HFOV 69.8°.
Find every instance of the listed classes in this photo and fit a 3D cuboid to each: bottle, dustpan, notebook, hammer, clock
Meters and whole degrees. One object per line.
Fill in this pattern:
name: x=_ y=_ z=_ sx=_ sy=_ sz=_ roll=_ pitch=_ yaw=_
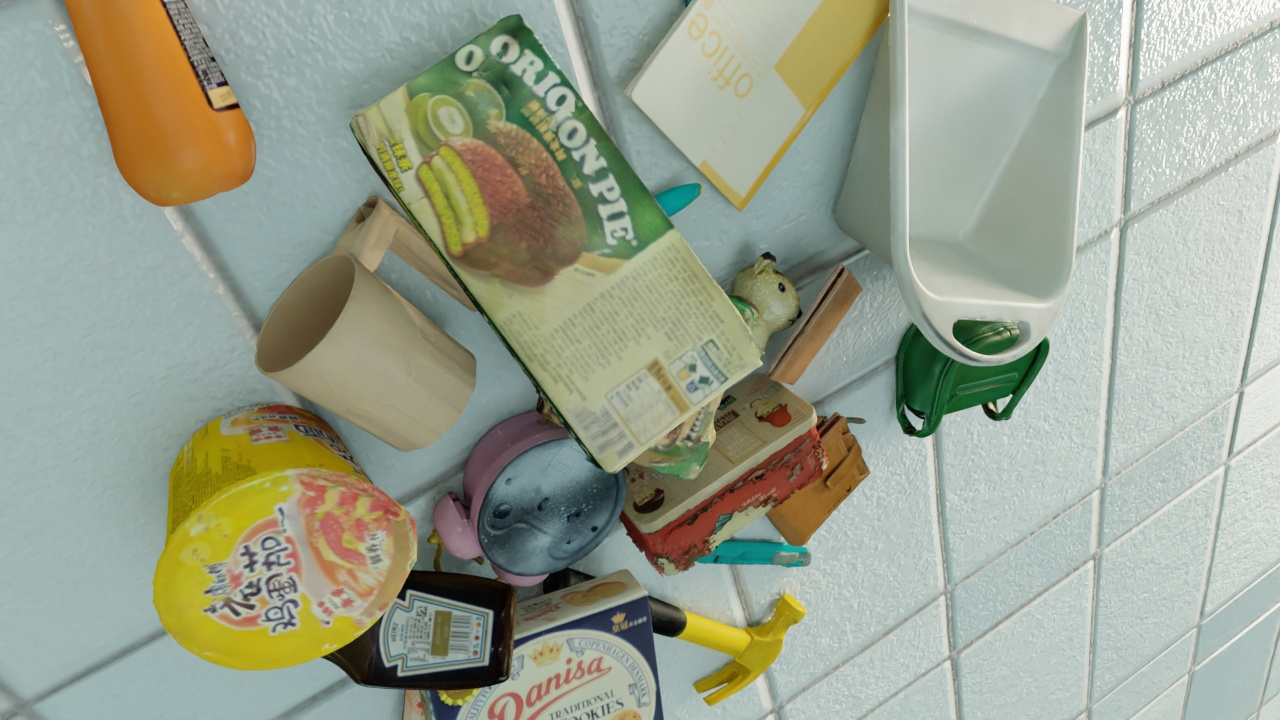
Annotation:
bottle: x=-0.185 y=0.183 z=0.631 sx=0.194 sy=0.044 sz=0.079 roll=6 pitch=75 yaw=-10
dustpan: x=0.269 y=-0.139 z=0.696 sx=0.222 sy=0.142 sz=0.258 roll=1 pitch=120 yaw=-32
notebook: x=0.092 y=-0.220 z=0.620 sx=0.206 sy=0.010 sz=0.146 roll=-53 pitch=136 yaw=2
bottle: x=-0.240 y=-0.152 z=0.442 sx=0.066 sy=0.067 sz=0.150 roll=-22 pitch=118 yaw=-19
hammer: x=0.030 y=0.240 z=0.838 sx=0.300 sy=0.033 sz=0.129 roll=31 pitch=96 yaw=-39
clock: x=-0.087 y=0.109 z=0.678 sx=0.158 sy=0.060 sz=0.117 roll=-51 pitch=130 yaw=1

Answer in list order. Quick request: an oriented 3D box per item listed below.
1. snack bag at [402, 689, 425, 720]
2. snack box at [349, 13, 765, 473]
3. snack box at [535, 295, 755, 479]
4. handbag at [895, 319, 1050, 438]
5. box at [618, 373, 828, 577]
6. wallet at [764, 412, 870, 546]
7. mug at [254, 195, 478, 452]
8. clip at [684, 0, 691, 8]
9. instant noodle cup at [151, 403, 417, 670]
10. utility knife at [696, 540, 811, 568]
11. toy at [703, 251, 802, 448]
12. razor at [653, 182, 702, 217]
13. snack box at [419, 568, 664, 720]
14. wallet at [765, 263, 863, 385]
snack bag: x=-0.137 y=0.298 z=0.758 sx=0.128 sy=0.073 sz=0.208 roll=0 pitch=108 yaw=-30
snack box: x=-0.046 y=-0.062 z=0.524 sx=0.114 sy=0.063 sz=0.240 roll=-37 pitch=92 yaw=-9
snack box: x=-0.004 y=0.004 z=0.613 sx=0.117 sy=0.106 sz=0.118 roll=22 pitch=86 yaw=-6
handbag: x=0.305 y=0.012 z=0.852 sx=0.131 sy=0.068 sz=0.120 roll=-12 pitch=122 yaw=-25
box: x=0.064 y=0.096 z=0.739 sx=0.168 sy=0.091 sz=0.080 roll=-32 pitch=125 yaw=-12
wallet: x=0.159 y=0.104 z=0.828 sx=0.119 sy=0.035 sz=0.130 roll=-43 pitch=143 yaw=-2
mug: x=-0.155 y=-0.019 z=0.561 sx=0.103 sy=0.084 sz=0.124 roll=42 pitch=64 yaw=-41
clip: x=0.040 y=-0.220 z=0.599 sx=0.047 sy=0.014 sz=0.057 roll=-23 pitch=124 yaw=-21
instant noodle cup: x=-0.221 y=0.098 z=0.558 sx=0.137 sy=0.110 sz=0.138 roll=-14 pitch=121 yaw=-24
utility knife: x=0.111 y=0.184 z=0.866 sx=0.151 sy=0.013 sz=0.029 roll=10 pitch=109 yaw=-34
toy: x=0.069 y=-0.005 z=0.686 sx=0.157 sy=0.066 sz=0.105 roll=-61 pitch=161 yaw=-17
razor: x=-0.016 y=-0.090 z=0.628 sx=0.132 sy=0.028 sz=0.043 roll=-29 pitch=96 yaw=-11
snack box: x=-0.074 y=0.277 z=0.724 sx=0.177 sy=0.046 sz=0.183 roll=-14 pitch=109 yaw=-20
wallet: x=0.137 y=-0.026 z=0.724 sx=0.101 sy=0.020 sz=0.115 roll=-56 pitch=165 yaw=6
